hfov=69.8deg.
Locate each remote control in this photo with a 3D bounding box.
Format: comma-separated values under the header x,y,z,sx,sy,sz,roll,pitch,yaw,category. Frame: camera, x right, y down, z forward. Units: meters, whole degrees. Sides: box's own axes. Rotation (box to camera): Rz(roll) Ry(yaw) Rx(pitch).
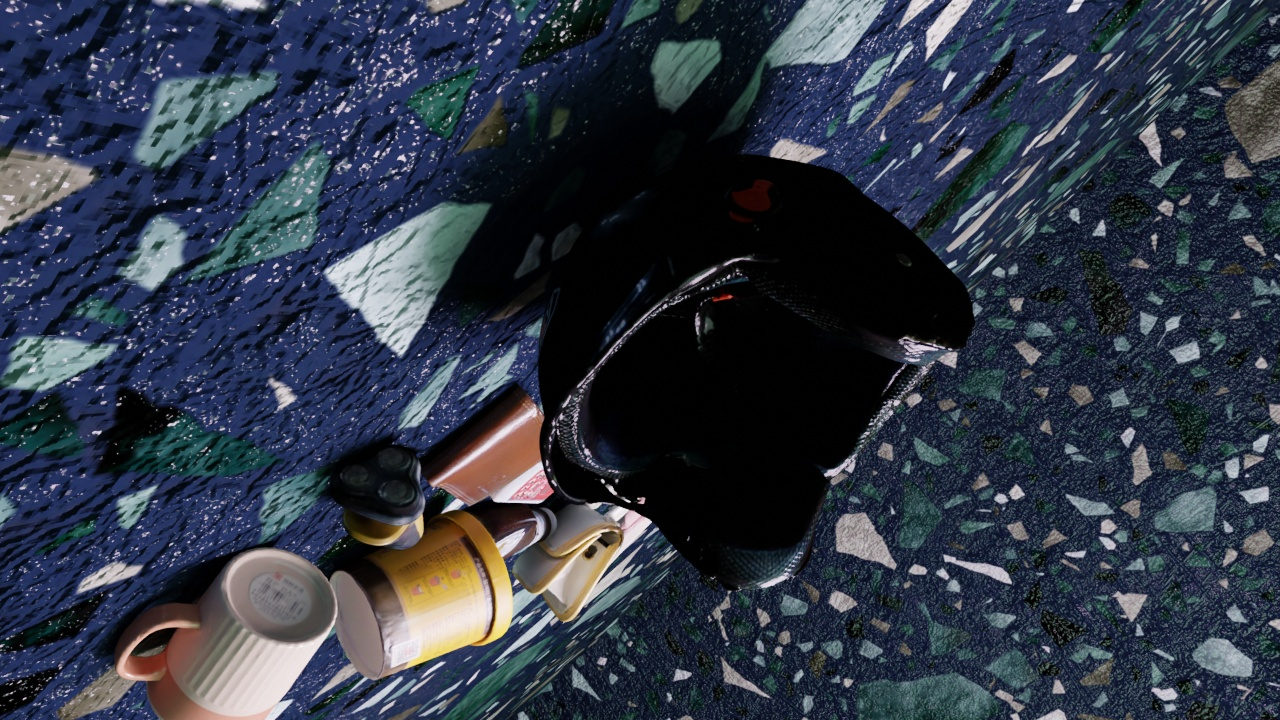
x,y,z,sx,sy,sz,roll,pitch,yaw,category
-0.106,0.118,0.905,0.056,0.020,0.136,-41,165,3,remote control

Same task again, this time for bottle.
x,y,z,sx,sy,sz,roll,pitch,yaw,category
-0.140,0.179,0.946,0.080,0.044,0.194,-44,165,11,bottle

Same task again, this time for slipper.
x,y,z,sx,sy,sz,roll,pitch,yaw,category
-0.002,0.183,1.228,0.274,0.054,0.114,-48,-173,2,slipper

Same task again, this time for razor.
x,y,z,sx,sy,sz,roll,pitch,yaw,category
-0.176,0.105,0.657,0.168,0.062,0.067,111,0,-69,razor

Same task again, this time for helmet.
x,y,z,sx,sy,sz,roll,pitch,yaw,category
0.053,-0.010,0.559,0.274,0.230,0.234,-1,134,-28,helmet

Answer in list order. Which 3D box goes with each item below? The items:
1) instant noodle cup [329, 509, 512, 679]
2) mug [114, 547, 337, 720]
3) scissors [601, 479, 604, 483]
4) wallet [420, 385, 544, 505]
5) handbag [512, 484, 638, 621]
x,y,z,sx,sy,sz,roll,pitch,yaw,category
-0.186,0.198,0.765,0.114,0.118,0.119,-17,152,-42,instant noodle cup
-0.271,0.182,0.593,0.114,0.081,0.106,21,119,-39,mug
-0.008,0.100,1.098,0.169,0.019,0.172,-31,160,-37,scissors
-0.118,0.074,0.739,0.101,0.032,0.124,-37,164,-7,wallet
-0.070,0.198,1.061,0.178,0.063,0.163,-53,-166,-10,handbag
